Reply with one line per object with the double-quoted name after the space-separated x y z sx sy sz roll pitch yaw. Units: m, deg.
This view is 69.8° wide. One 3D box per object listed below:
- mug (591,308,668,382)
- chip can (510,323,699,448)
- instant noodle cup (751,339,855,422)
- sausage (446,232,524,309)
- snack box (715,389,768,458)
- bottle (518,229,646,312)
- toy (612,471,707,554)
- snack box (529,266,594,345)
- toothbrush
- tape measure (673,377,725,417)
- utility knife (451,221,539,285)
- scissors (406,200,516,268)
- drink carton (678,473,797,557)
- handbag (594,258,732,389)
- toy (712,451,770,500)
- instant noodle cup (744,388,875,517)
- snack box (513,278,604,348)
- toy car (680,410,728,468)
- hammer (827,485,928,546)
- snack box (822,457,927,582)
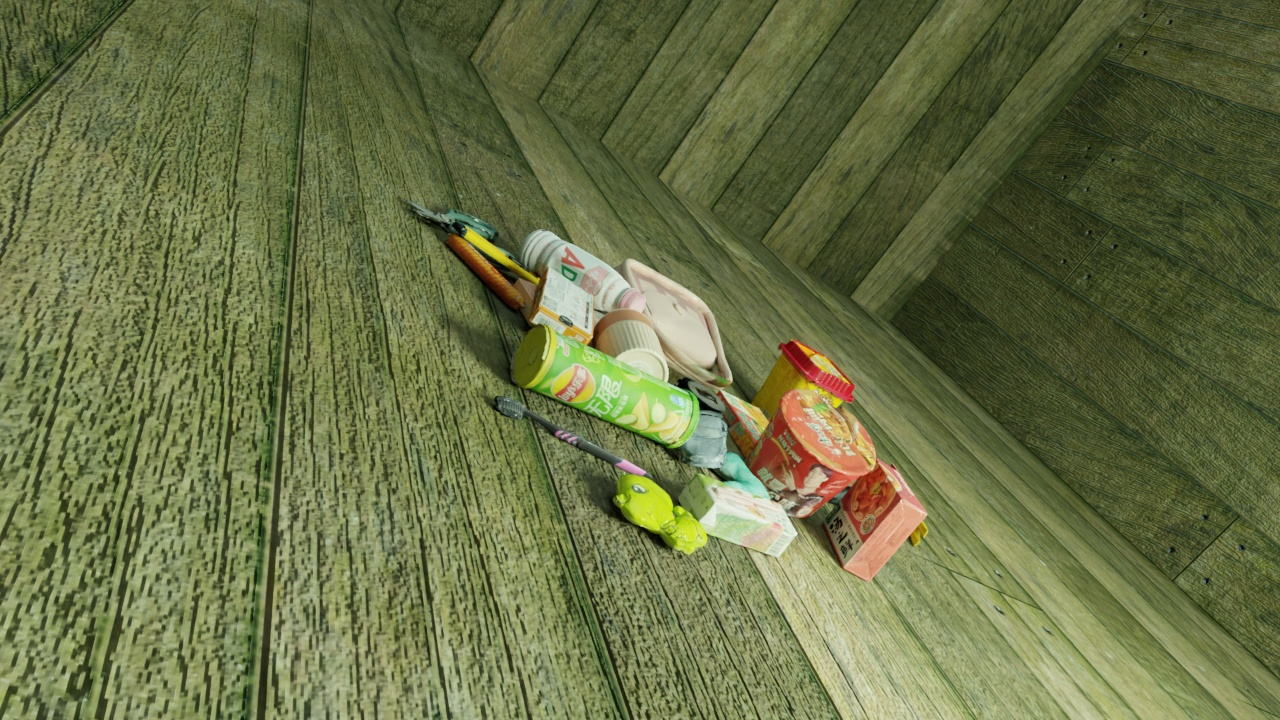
-0.007 0.007 1.143 0.114 0.082 0.105 61 5 -30 "mug"
-0.032 0.033 1.011 0.221 0.073 0.072 25 20 -31 "chip can"
0.246 0.051 1.423 0.116 0.124 0.116 25 19 -32 "instant noodle cup"
-0.200 -0.116 1.177 0.165 0.021 0.021 43 18 25 "sausage"
0.158 0.103 1.275 0.077 0.027 0.155 25 19 -28 "snack box"
-0.079 -0.116 1.271 0.197 0.068 0.068 30 12 27 "bottle"
0.017 0.145 0.870 0.100 0.031 0.096 46 19 17 "toy"
-0.095 -0.066 1.145 0.075 0.026 0.153 32 18 -14 "snack box"
-0.064 0.082 0.917 0.189 0.014 0.017 30 27 -21 "toothbrush"
0.080 0.058 1.234 0.066 0.034 0.065 27 20 -25 "tape measure"
-0.167 -0.127 1.247 0.216 0.015 0.033 35 11 -33 "utility knife"
-0.239 -0.173 1.265 0.171 0.019 0.176 45 17 27 "scissors"
0.104 0.163 0.968 0.122 0.046 0.053 25 20 -30 "drink carton"
0.048 -0.032 1.310 0.193 0.093 0.234 27 20 -38 "handbag"
0.114 0.139 1.086 0.096 0.030 0.092 9 29 -46 "toy"
0.201 0.120 1.128 0.138 0.109 0.137 23 34 -17 "instant noodle cup"
-0.091 -0.052 1.206 0.157 0.026 0.084 22 22 -39 "snack box"
0.076 0.093 1.093 0.054 0.037 0.120 7 20 4 "toy car"
0.309 0.199 1.305 0.300 0.033 0.128 20 21 -43 "hammer"
0.282 0.188 1.131 0.044 0.113 0.127 30 17 -15 "snack box"
